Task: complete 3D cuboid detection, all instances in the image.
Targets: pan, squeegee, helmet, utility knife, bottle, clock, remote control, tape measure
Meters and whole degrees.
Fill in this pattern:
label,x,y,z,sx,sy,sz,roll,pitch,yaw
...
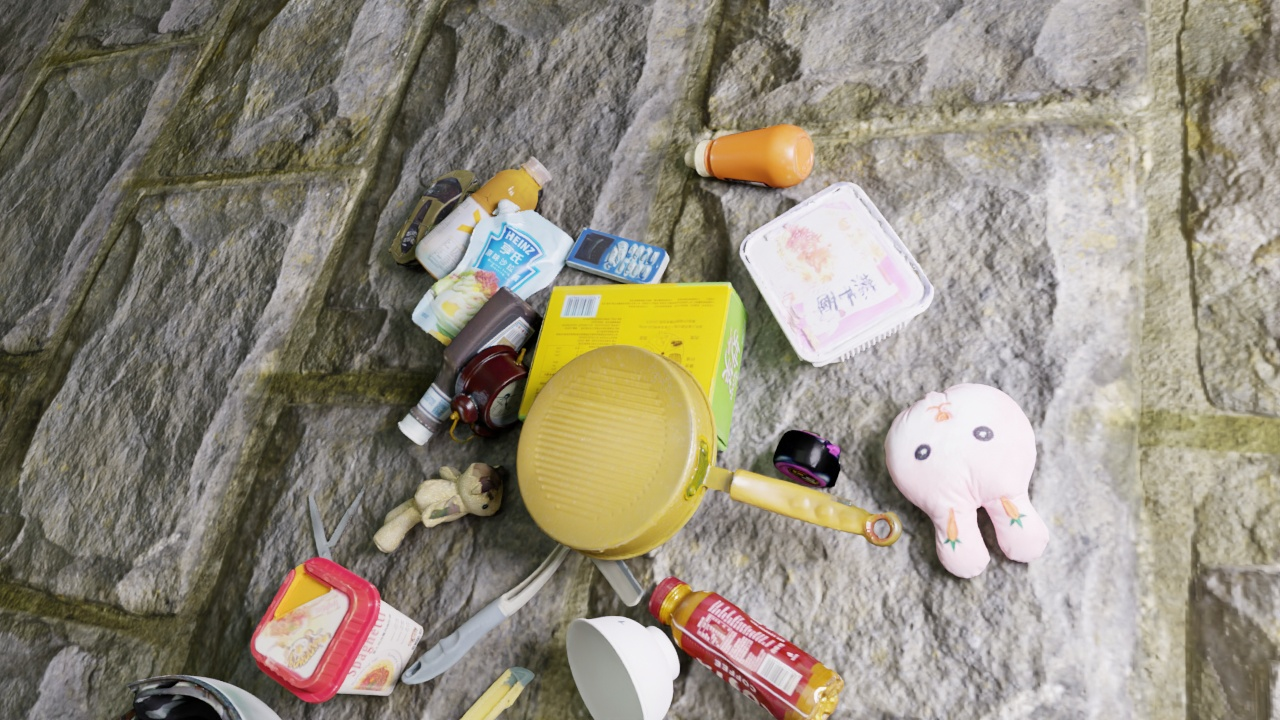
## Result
label,x,y,z,sx,sy,sz,roll,pitch,yaw
pan,0.047,0.098,0.804,0.358,0.078,0.197,11,78,35
squeegee,-0.132,0.234,0.894,0.246,0.039,0.246,-43,41,0
helmet,-0.419,0.429,0.855,0.230,0.156,0.274,34,92,33
utility knife,-0.179,0.370,0.862,0.216,0.022,0.031,-51,49,-1
bottle,-0.191,0.010,1.017,0.044,0.080,0.195,38,85,34
clock,-0.160,0.039,0.987,0.122,0.082,0.055,-47,61,-7
bottle,0.114,-0.224,1.014,0.150,0.067,0.066,8,67,36
bottle,-0.188,-0.173,1.121,0.189,0.068,0.068,-43,54,-2
bottle,0.083,0.243,0.775,0.175,0.057,0.057,28,78,34
remote control,-0.027,-0.115,1.040,0.125,0.024,0.049,20,74,31
tape measure,0.151,0.087,0.828,0.057,0.058,0.039,15,70,33

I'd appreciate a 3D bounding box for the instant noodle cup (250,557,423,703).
label,x,y,z,sx,sy,sz,roll,pitch,yaw
instant noodle cup,-0.289,0.270,0.897,0.117,0.124,0.116,17,71,31

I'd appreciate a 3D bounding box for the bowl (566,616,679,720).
label,x,y,z,sx,sy,sz,roll,pitch,yaw
bowl,-0.006,0.266,0.792,0.064,0.118,0.118,-20,47,-31

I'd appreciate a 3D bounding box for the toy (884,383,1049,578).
label,x,y,z,sx,sy,sz,roll,pitch,yaw
toy,0.276,0.096,0.769,0.121,0.054,0.159,-22,65,14

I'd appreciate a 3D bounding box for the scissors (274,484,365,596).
label,x,y,z,sx,sy,sz,roll,pitch,yaw
scissors,-0.355,0.221,1.025,0.159,0.014,0.179,-37,52,1

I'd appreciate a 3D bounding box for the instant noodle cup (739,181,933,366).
label,x,y,z,sx,sy,sz,roll,pitch,yaw
instant noodle cup,0.191,-0.077,0.895,0.138,0.060,0.173,-30,56,8

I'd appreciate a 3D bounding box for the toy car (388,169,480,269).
label,x,y,z,sx,sy,sz,roll,pitch,yaw
toy car,-0.265,-0.186,1.183,0.070,0.042,0.158,17,70,31

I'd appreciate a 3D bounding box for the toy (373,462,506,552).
label,x,y,z,sx,sy,sz,roll,pitch,yaw
toy,-0.213,0.156,0.967,0.157,0.066,0.105,-27,13,15

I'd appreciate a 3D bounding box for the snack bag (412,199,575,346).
label,x,y,z,sx,sy,sz,roll,pitch,yaw
snack bag,-0.170,-0.093,1.070,0.110,0.039,0.191,35,85,8

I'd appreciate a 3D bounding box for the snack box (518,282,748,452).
label,x,y,z,sx,sy,sz,roll,pitch,yaw
snack box,-0.006,0.005,0.937,0.210,0.070,0.157,1,65,25
